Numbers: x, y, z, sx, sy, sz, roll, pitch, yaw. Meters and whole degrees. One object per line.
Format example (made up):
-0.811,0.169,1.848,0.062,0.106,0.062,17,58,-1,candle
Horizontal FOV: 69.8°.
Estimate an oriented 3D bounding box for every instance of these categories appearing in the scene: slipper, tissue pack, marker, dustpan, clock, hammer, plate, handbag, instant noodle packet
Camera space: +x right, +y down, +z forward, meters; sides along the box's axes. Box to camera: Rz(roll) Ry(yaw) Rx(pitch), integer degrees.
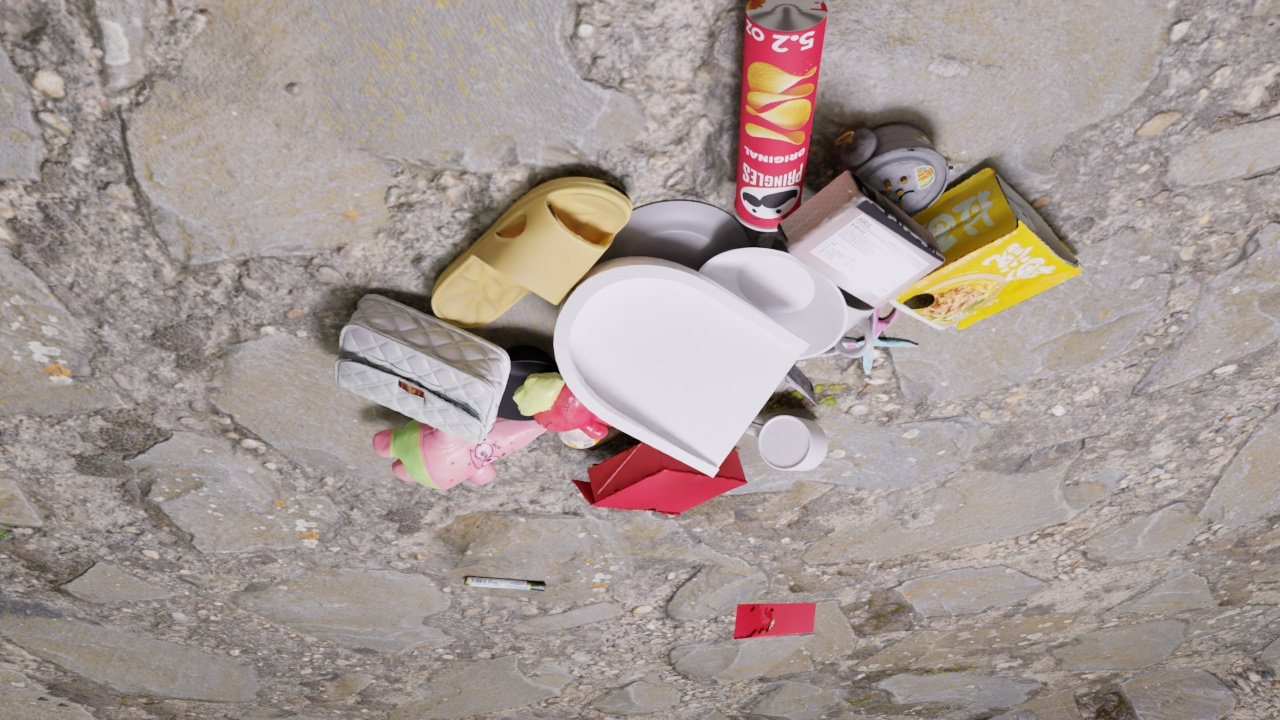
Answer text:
-0.122,-0.098,0.961,0.264,0.078,0.099,-31,135,30,slipper
0.215,-0.121,0.918,0.104,0.071,0.181,-37,147,30,tissue pack
-0.241,0.399,1.638,0.146,0.017,0.017,9,140,-19,marker
0.030,-0.002,1.004,0.257,0.053,0.192,31,104,-11,dustpan
0.241,-0.189,0.910,0.147,0.056,0.104,24,134,-36,clock
0.063,0.062,1.229,0.301,0.037,0.217,-31,136,30,hammer
0.147,-0.072,1.024,0.174,0.036,0.174,15,143,11,plate
-0.252,0.018,1.047,0.195,0.072,0.139,23,137,-1,handbag
0.384,-0.101,1.037,0.163,0.084,0.221,-33,142,33,instant noodle packet
0.033,-0.107,1.022,0.178,0.012,0.179,-4,142,-3,plate

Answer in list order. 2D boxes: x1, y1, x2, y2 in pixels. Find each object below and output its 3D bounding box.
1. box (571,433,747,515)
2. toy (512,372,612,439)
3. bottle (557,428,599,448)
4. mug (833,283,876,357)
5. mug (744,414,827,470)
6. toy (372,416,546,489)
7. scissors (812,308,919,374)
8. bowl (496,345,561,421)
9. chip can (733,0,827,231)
-0.035,0.109,1.365,0.212,0.374,0.148,17,106,-49,box
-0.089,0.056,1.101,0.135,0.045,0.092,29,133,-29,toy
-0.077,0.066,1.190,0.063,0.063,0.109,-1,143,-7,bottle
0.232,-0.048,1.052,0.071,0.107,0.090,-7,154,-22,mug
0.194,0.109,1.267,0.110,0.074,0.090,20,-178,26,mug
-0.226,0.108,1.205,0.237,0.096,0.192,-16,151,1,toy
0.273,-0.029,1.159,0.175,0.013,0.171,-10,146,3,scissors
-0.143,0.018,1.127,0.124,0.052,0.124,-4,142,-3,bowl
0.124,-0.222,0.840,0.069,0.069,0.221,-5,142,-1,chip can
